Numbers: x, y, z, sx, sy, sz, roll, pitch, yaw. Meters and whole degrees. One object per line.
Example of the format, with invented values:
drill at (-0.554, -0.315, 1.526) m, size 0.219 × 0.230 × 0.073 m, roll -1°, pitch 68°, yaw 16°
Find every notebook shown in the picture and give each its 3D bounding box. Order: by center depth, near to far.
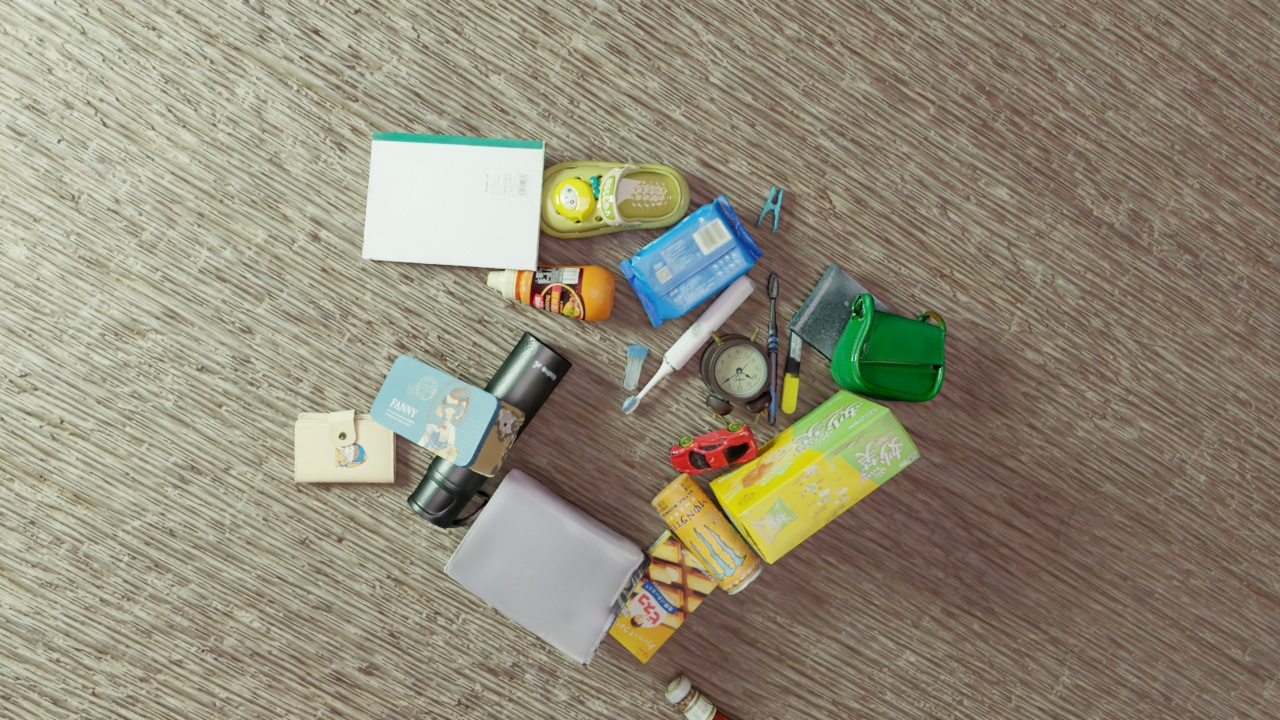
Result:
notebook at (-0.216, -0.184, 1.060) m, size 0.209 × 0.012 × 0.150 m, roll 5°, pitch 93°, yaw 8°

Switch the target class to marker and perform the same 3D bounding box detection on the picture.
marker at (0.187, 0.003, 1.127) m, size 0.018 × 0.015 × 0.124 m, roll 7°, pitch 89°, yaw -10°

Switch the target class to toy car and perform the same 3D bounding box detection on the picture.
toy car at (0.087, 0.110, 1.099) m, size 0.106 × 0.031 × 0.049 m, roll -16°, pitch 123°, yaw 14°

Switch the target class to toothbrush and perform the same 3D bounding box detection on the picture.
toothbrush at (0.056, -0.018, 1.108) m, size 0.221 × 0.026 × 0.027 m, roll -47°, pitch 55°, yaw -1°
toothbrush at (0.162, -0.013, 1.123) m, size 0.014 × 0.016 × 0.189 m, roll 0°, pitch 94°, yaw 1°

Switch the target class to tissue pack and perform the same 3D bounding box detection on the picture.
tissue pack at (0.059, -0.117, 1.087) m, size 0.157 × 0.052 × 0.095 m, roll -35°, pitch 102°, yaw -3°

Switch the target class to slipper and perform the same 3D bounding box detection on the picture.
slipper at (-0.033, -0.194, 1.066) m, size 0.190 × 0.081 × 0.091 m, roll -4°, pitch 90°, yaw -7°

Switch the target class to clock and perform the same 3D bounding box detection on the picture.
clock at (0.116, 0.023, 1.101) m, size 0.082 × 0.055 × 0.122 m, roll -4°, pitch 95°, yaw -5°

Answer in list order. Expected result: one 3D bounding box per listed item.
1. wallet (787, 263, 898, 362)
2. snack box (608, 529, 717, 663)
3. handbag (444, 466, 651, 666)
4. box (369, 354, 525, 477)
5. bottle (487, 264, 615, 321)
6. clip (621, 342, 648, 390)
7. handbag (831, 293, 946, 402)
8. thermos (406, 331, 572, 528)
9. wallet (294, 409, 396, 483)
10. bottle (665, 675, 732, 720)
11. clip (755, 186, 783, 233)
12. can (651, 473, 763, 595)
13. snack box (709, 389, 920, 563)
wallet at (0.251, -0.045, 1.121) m, size 0.121 × 0.019 × 0.097 m, roll 36°, pitch 90°, yaw -16°
snack box at (0.019, 0.286, 1.117) m, size 0.087 × 0.034 × 0.140 m, roll 44°, pitch 90°, yaw -5°
handbag at (-0.104, 0.233, 1.059) m, size 0.197 × 0.098 × 0.145 m, roll 33°, pitch 90°, yaw 5°
box at (-0.222, 0.059, 1.030) m, size 0.184 × 0.059 × 0.089 m, roll 19°, pitch 80°, yaw 31°
bottle at (-0.106, -0.085, 1.076) m, size 0.149 × 0.066 × 0.067 m, roll 8°, pitch 92°, yaw 2°
clip at (-0.008, 0.009, 1.109) m, size 0.027 × 0.045 × 0.058 m, roll 12°, pitch 97°, yaw -7°
handbag at (0.301, -0.011, 1.102) m, size 0.131 × 0.068 × 0.120 m, roll 13°, pitch 87°, yaw -16°
thermos at (-0.171, 0.087, 1.081) m, size 0.090 × 0.068 × 0.242 m, roll 35°, pitch 91°, yaw -38°
wallet at (-0.347, 0.101, 1.081) m, size 0.115 × 0.024 × 0.087 m, roll 1°, pitch 92°, yaw -4°
bottle at (0.112, 0.468, 1.122) m, size 0.060 × 0.060 × 0.206 m, roll -45°, pitch 92°, yaw -2°
clip at (0.160, -0.184, 1.116) m, size 0.039 × 0.013 × 0.056 m, roll 18°, pitch 93°, yaw -6°
can at (0.080, 0.206, 1.095) m, size 0.058 × 0.058 × 0.146 m, roll -40°, pitch 86°, yaw -2°
snack box at (0.194, 0.128, 1.061) m, size 0.210 × 0.157 × 0.070 m, roll -35°, pitch 99°, yaw -2°
